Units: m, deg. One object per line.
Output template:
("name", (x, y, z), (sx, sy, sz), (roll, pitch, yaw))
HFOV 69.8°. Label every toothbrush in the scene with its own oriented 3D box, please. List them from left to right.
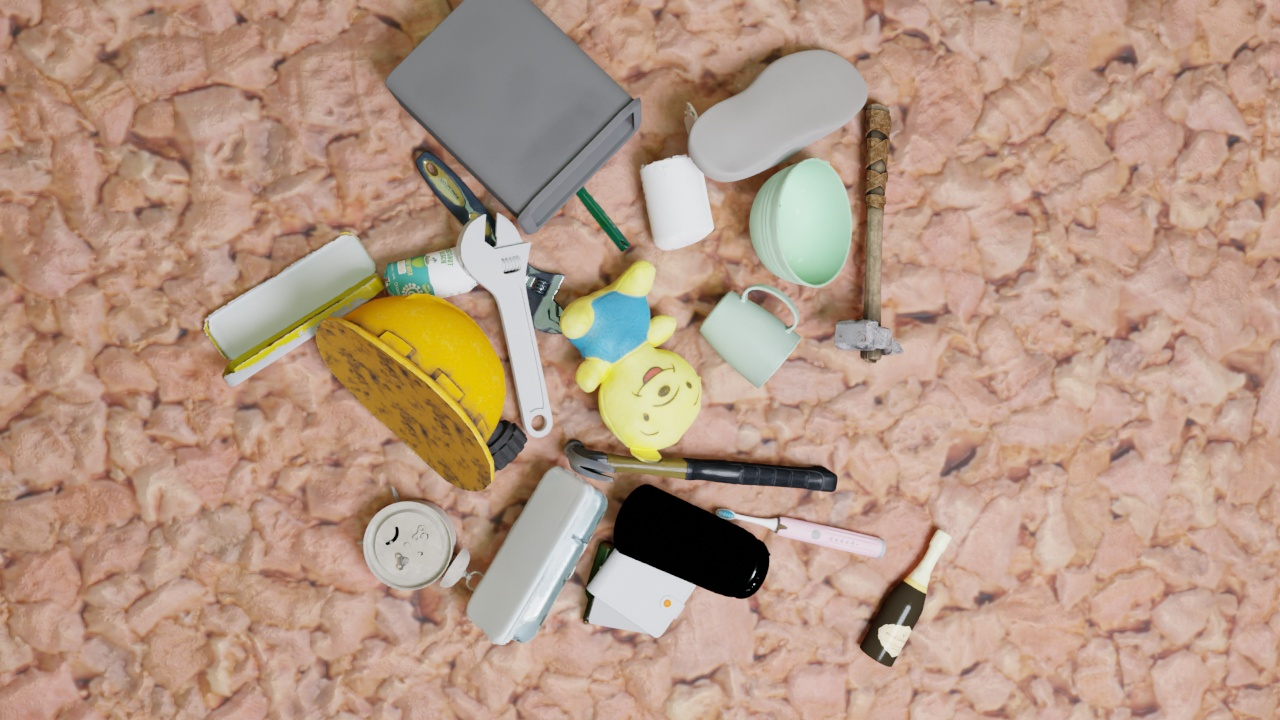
("toothbrush", (-0.076, -0.210, 1.109), (0.016, 0.017, 0.190), (-40, 96, -5))
("toothbrush", (0.202, 0.216, 1.160), (0.222, 0.026, 0.027), (13, 80, -7))

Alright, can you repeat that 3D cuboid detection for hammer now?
("hammer", (0.078, 0.133, 1.109), (0.333, 0.118, 0.025), (6, 97, -12))
("hammer", (0.288, -0.156, 1.125), (0.049, 0.121, 0.318), (0, 85, 38))

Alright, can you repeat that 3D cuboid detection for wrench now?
("wrench", (-0.172, -0.139, 1.101), (0.073, 0.022, 0.273), (-41, 98, 3))
("wrench", (-0.154, -0.036, 1.081), (0.086, 0.018, 0.273), (-16, 104, -27))

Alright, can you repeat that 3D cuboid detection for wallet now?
("wallet", (-0.005, 0.288, 1.124), (0.118, 0.037, 0.115), (39, 82, -19))

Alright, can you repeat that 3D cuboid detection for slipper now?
("slipper", (0.154, -0.278, 1.094), (0.265, 0.081, 0.113), (-37, 81, -26))

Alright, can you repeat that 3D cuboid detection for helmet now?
("helmet", (-0.227, 0.013, 1.037), (0.255, 0.206, 0.131), (52, 58, -22))

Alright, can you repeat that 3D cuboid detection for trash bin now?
("trash bin", (-0.141, -0.290, 1.043), (0.220, 0.097, 0.192), (44, 88, 3))

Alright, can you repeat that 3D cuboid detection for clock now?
("clock", (-0.253, 0.227, 1.096), (0.157, 0.061, 0.103), (32, 91, 0))

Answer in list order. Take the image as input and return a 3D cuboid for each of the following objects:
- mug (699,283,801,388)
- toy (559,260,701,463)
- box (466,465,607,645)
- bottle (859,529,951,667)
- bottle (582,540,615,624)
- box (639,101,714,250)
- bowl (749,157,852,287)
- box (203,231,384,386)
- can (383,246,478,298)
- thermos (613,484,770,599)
("mug", (0.137, -0.040, 1.103), (0.104, 0.083, 0.111), (40, 121, 4))
("toy", (-0.006, 0.006, 1.094), (0.148, 0.084, 0.214), (-33, 98, -23))
("box", (-0.108, 0.230, 1.054), (0.106, 0.127, 0.215), (32, 78, -16))
("bottle", (0.344, 0.299, 1.172), (0.045, 0.045, 0.184), (29, 90, -7))
("bottle", (-0.053, 0.276, 1.137), (0.025, 0.025, 0.106), (17, 91, -7))
("box", (0.044, -0.220, 1.095), (0.092, 0.083, 0.166), (-13, 94, 5))
("bowl", (0.182, -0.162, 1.098), (0.150, 0.077, 0.151), (-3, 94, -45))
("box", (-0.399, -0.056, 1.066), (0.210, 0.057, 0.117), (-33, 58, -3))
("can", (-0.245, -0.098, 1.078), (0.101, 0.055, 0.055), (-14, 95, -5))
("thermos", (0.072, 0.224, 1.098), (0.198, 0.086, 0.086), (29, 90, -27))
